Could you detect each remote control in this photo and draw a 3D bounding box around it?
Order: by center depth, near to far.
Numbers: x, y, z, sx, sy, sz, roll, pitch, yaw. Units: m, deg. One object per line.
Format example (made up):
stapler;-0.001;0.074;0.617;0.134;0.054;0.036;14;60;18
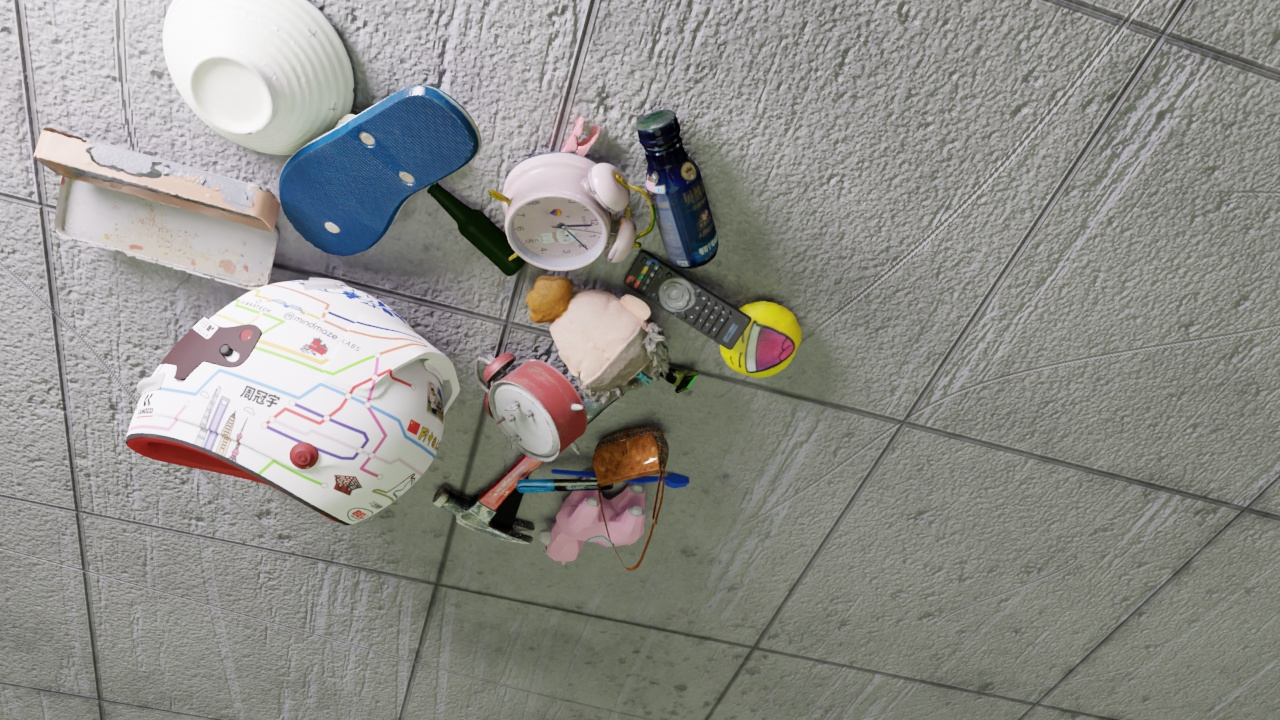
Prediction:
remote control;0.051;-0.066;0.993;0.140;0.021;0.046;32;119;0

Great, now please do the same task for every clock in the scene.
clock;-0.063;-0.145;0.914;0.158;0.058;0.117;-2;140;6
clock;-0.138;0.051;1.054;0.157;0.061;0.110;32;139;23

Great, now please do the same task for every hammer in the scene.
hammer;-0.122;0.124;1.159;0.140;0.036;0.327;33;123;-21

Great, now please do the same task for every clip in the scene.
clip;-0.067;-0.213;0.897;0.039;0.022;0.059;18;129;-18

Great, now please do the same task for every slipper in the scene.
slipper;-0.254;-0.189;0.881;0.296;0.060;0.118;-20;133;41

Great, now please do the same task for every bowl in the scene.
bowl;-0.359;-0.254;0.836;0.177;0.070;0.178;3;129;3

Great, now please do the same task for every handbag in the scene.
handbag;-0.015;0.158;1.083;0.094;0.195;0.043;-15;133;16

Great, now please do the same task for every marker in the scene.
marker;-0.095;0.157;1.150;0.123;0.015;0.018;-2;131;6

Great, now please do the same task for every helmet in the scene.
helmet;-0.354;0.030;0.967;0.315;0.235;0.231;15;163;13

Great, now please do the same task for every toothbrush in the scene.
toothbrush;-0.025;0.149;1.168;0.186;0.016;0.011;7;137;-21

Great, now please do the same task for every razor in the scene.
razor;-0.006;0.006;1.071;0.144;0.021;0.044;14;149;-10

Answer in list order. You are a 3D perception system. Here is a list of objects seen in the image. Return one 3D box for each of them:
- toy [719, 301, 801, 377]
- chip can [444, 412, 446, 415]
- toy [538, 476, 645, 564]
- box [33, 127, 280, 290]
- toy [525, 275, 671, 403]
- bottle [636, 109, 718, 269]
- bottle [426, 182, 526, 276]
toy;0.134;-0.023;1.031;0.094;0.041;0.096;2;122;-4
chip can;-0.324;0.109;1.135;0.062;0.062;0.211;34;122;-23
toy;-0.062;0.218;1.215;0.123;0.067;0.158;16;132;-13
box;-0.482;-0.145;0.921;0.217;0.094;0.121;14;169;-10
toy;-0.050;-0.030;1.006;0.176;0.076;0.133;42;109;-15
bottle;0.035;-0.167;0.909;0.056;0.056;0.161;-12;127;11
bottle;-0.171;-0.138;0.952;0.033;0.033;0.123;-34;120;25
